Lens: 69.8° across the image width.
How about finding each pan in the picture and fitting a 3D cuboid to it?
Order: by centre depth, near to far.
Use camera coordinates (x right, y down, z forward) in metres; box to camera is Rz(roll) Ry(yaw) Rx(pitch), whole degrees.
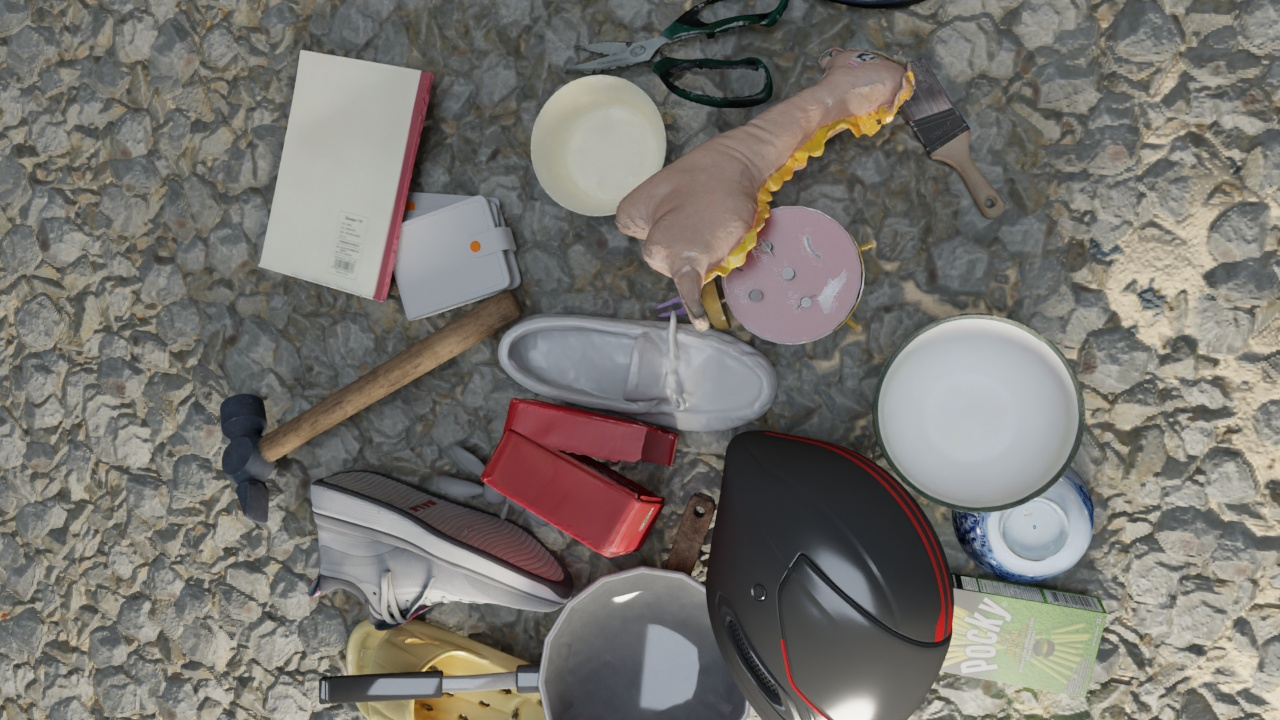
[{"bbox_3d":[-0.085,0.265,0.766,0.357,0.041,0.178,-2,83,-3],"label":"pan"},{"bbox_3d":[0.004,0.278,0.829,0.208,0.040,0.357,21,97,9],"label":"pan"}]

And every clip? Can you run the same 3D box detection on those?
[{"bbox_3d":[0.043,-0.045,0.807,0.052,0.014,0.042,-40,89,8],"label":"clip"}]

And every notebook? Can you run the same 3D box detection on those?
[{"bbox_3d":[-0.274,-0.171,0.843,0.153,0.012,0.209,16,97,21],"label":"notebook"}]

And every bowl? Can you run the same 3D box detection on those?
[{"bbox_3d":[0.265,0.044,0.731,0.153,0.073,0.153,-3,80,17],"label":"bowl"},{"bbox_3d":[0.317,0.132,0.750,0.114,0.045,0.114,1,95,11],"label":"bowl"},{"bbox_3d":[-0.030,-0.179,0.785,0.115,0.062,0.115,1,94,11],"label":"bowl"}]

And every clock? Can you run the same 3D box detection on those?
[{"bbox_3d":[0.108,-0.072,0.757,0.159,0.081,0.117,9,96,10],"label":"clock"}]

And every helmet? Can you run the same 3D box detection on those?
[{"bbox_3d":[0.150,0.166,0.718,0.170,0.164,0.264,-44,65,31],"label":"helmet"}]

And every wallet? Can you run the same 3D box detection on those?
[{"bbox_3d":[-0.175,-0.108,0.834,0.118,0.037,0.115,-16,91,15],"label":"wallet"}]

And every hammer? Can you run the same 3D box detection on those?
[{"bbox_3d":[-0.245,0.026,0.828,0.322,0.040,0.129,-29,58,11],"label":"hammer"}]

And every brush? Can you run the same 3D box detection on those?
[{"bbox_3d":[0.253,-0.181,0.754,0.039,0.012,0.151,-32,88,11],"label":"brush"}]

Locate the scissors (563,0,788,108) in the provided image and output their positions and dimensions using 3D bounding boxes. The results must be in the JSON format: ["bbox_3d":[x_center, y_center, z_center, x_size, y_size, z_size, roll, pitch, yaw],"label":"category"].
[{"bbox_3d":[0.026,-0.243,0.764,0.210,0.015,0.142,-10,62,16],"label":"scissors"}]

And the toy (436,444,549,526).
[{"bbox_3d":[-0.131,0.118,0.845,0.111,0.030,0.049,24,98,0],"label":"toy"}]

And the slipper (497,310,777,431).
[{"bbox_3d":[-0.005,0.005,0.797,0.247,0.074,0.112,11,112,8],"label":"slipper"}]

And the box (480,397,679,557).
[{"bbox_3d":[-0.046,0.095,0.756,0.134,0.157,0.112,16,87,12],"label":"box"}]

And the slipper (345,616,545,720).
[{"bbox_3d":[-0.176,0.308,0.823,0.262,0.079,0.111,8,92,23],"label":"slipper"}]

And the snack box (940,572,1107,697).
[{"bbox_3d":[0.298,0.225,0.763,0.148,0.025,0.080,8,108,11],"label":"snack box"}]

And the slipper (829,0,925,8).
[{"bbox_3d":[0.138,-0.357,0.728,0.266,0.083,0.109,16,95,8],"label":"slipper"}]

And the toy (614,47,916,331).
[{"bbox_3d":[0.111,-0.144,0.708,0.264,0.065,0.196,-28,52,-1],"label":"toy"}]

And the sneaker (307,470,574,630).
[{"bbox_3d":[-0.191,0.196,0.835,0.263,0.096,0.129,16,100,13],"label":"sneaker"}]
